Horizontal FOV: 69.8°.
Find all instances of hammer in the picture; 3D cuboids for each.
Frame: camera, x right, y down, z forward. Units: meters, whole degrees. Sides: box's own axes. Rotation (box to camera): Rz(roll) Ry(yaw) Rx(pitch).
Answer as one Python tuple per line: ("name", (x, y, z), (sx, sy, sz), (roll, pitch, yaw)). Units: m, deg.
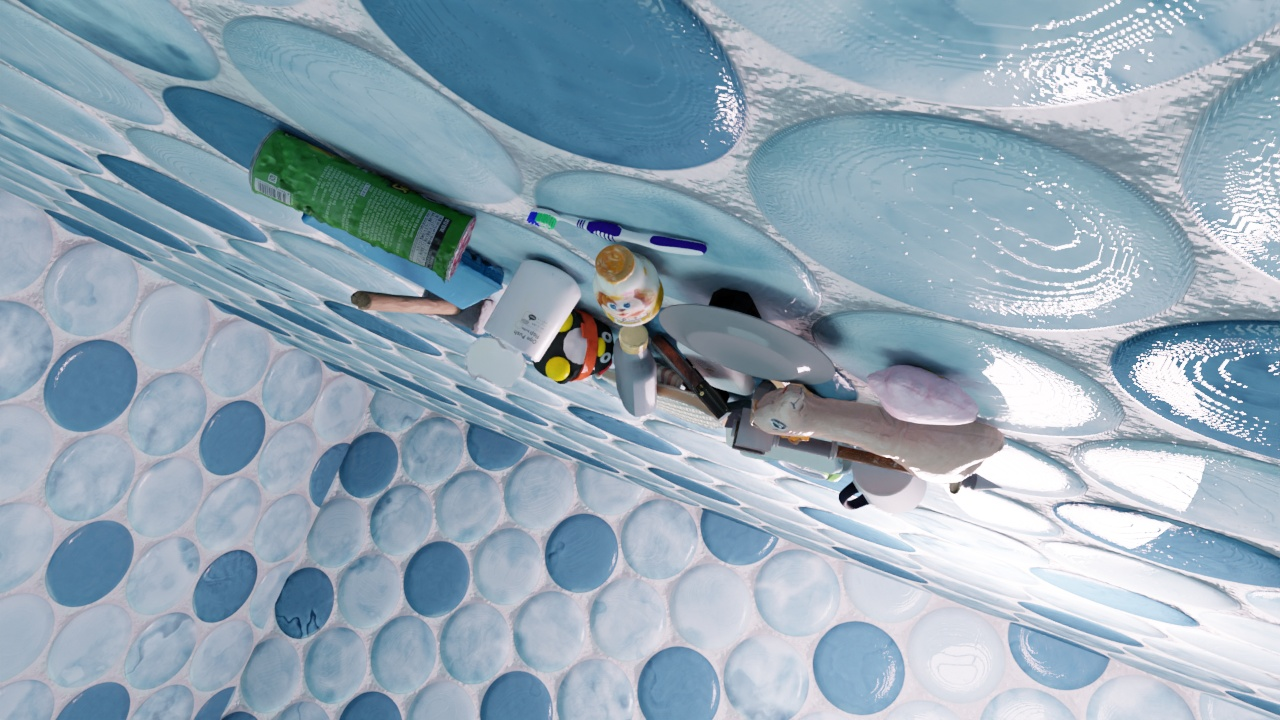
("hammer", (0.146, 0.007, 0.992), (0.131, 0.039, 0.328), (14, 165, 29))
("hammer", (0.269, 0.116, 1.101), (0.322, 0.043, 0.156), (12, 173, 5))
("hammer", (-0.277, -0.071, 1.169), (0.098, 0.052, 0.328), (21, -175, 8))

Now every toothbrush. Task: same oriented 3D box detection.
("toothbrush", (-0.025, -0.114, 0.819), (0.187, 0.016, 0.015), (16, 167, 27))

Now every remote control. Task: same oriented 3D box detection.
("remote control", (0.090, 0.028, 1.232), (0.034, 0.013, 0.150), (18, 167, 20))
("remote control", (0.092, 0.005, 1.099), (0.060, 0.025, 0.138), (15, 164, 30))

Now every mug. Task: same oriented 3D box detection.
("mug", (0.308, 0.158, 1.186), (0.097, 0.112, 0.078), (41, -162, -57))

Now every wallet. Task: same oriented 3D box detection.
("wallet", (0.059, 0.019, 1.092), (0.072, 0.019, 0.123), (47, -179, -37))

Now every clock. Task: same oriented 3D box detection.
("clock", (0.257, 0.150, 1.395), (0.094, 0.042, 0.119), (10, 162, 48))

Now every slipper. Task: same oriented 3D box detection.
("slipper", (0.030, 0.038, 1.295), (0.115, 0.052, 0.263), (34, 170, -32))

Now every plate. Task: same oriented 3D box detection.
("plate", (0.100, -0.009, 0.892), (0.178, 0.012, 0.178), (20, 166, 5))

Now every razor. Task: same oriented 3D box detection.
("razor", (0.142, 0.076, 1.246), (0.143, 0.047, 0.052), (-6, 123, 55))

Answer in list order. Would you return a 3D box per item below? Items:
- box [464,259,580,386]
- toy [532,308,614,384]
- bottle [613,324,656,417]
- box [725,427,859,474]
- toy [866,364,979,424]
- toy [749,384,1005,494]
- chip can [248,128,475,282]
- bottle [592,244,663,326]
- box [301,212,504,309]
("box", (-0.138, -0.034, 1.046), (0.084, 0.160, 0.119), (33, 176, -19))
("toy", (-0.081, -0.019, 1.165), (0.119, 0.097, 0.100), (3, -179, -34))
("bottle", (-0.007, 0.007, 1.150), (0.046, 0.072, 0.161), (-18, 153, -8))
("box", (0.218, 0.107, 1.268), (0.096, 0.086, 0.199), (-10, -166, -38))
("toy", (0.255, 0.031, 0.864), (0.093, 0.050, 0.102), (26, 171, -30))
("toy", (0.247, 0.090, 0.995), (0.264, 0.065, 0.196), (6, 149, 5))
("chip can", (-0.287, -0.161, 0.948), (0.223, 0.075, 0.075), (25, 168, -7))
("bottle", (-0.015, -0.073, 0.858), (0.063, 0.063, 0.108), (19, 170, 14))
("box", (-0.297, -0.136, 1.109), (0.231, 0.066, 0.173), (30, 167, -35))
